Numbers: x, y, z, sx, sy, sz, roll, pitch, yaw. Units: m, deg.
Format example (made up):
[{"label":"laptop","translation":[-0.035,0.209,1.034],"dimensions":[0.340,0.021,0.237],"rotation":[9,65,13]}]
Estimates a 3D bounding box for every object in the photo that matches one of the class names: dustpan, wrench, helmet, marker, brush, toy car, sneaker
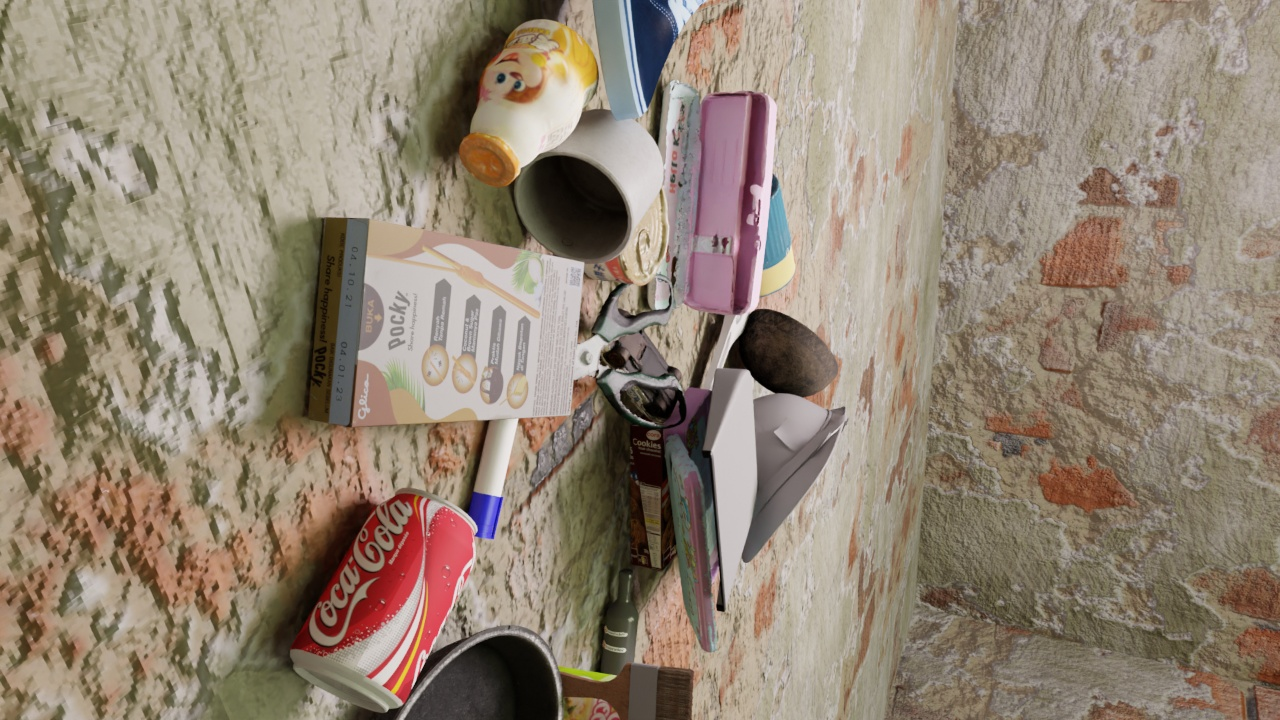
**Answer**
[{"label":"dustpan","translation":[0.085,0.080,0.846],"dimensions":[0.256,0.033,0.163],"rotation":[-59,147,-56]},{"label":"wrench","translation":[0.076,0.021,0.969],"dimensions":[0.087,0.018,0.272],"rotation":[70,38,-68]},{"label":"helmet","translation":[0.125,0.100,0.997],"dimensions":[0.184,0.118,0.270],"rotation":[-56,174,21]},{"label":"marker","translation":[-0.091,0.047,0.609],"dimensions":[0.020,0.020,0.141],"rotation":[29,71,-64]},{"label":"brush","translation":[-0.031,0.235,0.651],"dimensions":[0.008,0.143,0.045],"rotation":[19,72,-67]},{"label":"toy car","translation":[-0.005,0.005,0.773],"dimensions":[0.113,0.041,0.048],"rotation":[55,46,-33]},{"label":"sneaker","translation":[0.024,-0.267,0.609],"dimensions":[0.083,0.098,0.240],"rotation":[69,23,-61]}]

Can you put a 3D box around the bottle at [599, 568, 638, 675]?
[{"label":"bottle","translation":[-0.018,0.242,0.822],"dimensions":[0.030,0.030,0.113],"rotation":[-6,103,-65]}]

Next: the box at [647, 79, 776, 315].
[{"label":"box","translation":[0.056,-0.141,0.815],"dimensions":[0.102,0.087,0.202],"rotation":[-7,104,-52]}]

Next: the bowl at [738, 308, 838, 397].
[{"label":"bowl","translation":[0.158,0.003,1.043],"dimensions":[0.056,0.121,0.121],"rotation":[-50,145,-18]}]

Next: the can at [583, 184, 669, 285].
[{"label":"can","translation":[-0.014,-0.102,0.707],"dimensions":[0.086,0.043,0.086],"rotation":[-31,125,-59]}]

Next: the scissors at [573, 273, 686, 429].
[{"label":"scissors","translation":[-0.021,0.016,0.707],"dimensions":[0.209,0.015,0.147],"rotation":[-29,110,-49]}]

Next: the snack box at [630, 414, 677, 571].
[{"label":"snack box","translation":[0.016,0.120,0.856],"dimensions":[0.050,0.032,0.141],"rotation":[-33,127,-59]}]

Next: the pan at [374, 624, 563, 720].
[{"label":"pan","translation":[-0.151,0.247,0.504],"dimensions":[0.356,0.055,0.187],"rotation":[16,83,-59]}]

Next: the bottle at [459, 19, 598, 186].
[{"label":"bottle","translation":[-0.068,-0.152,0.545],"dimensions":[0.063,0.063,0.108],"rotation":[69,37,-47]}]

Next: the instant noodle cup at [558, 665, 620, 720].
[{"label":"instant noodle cup","translation":[-0.029,0.288,0.716],"dimensions":[0.098,0.108,0.099],"rotation":[8,90,-66]}]

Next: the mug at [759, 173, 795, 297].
[{"label":"mug","translation":[0.097,-0.119,0.915],"dimensions":[0.113,0.083,0.107],"rotation":[-37,136,-20]}]

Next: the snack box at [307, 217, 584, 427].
[{"label":"snack box","translation":[-0.101,-0.017,0.527],"dimensions":[0.185,0.032,0.101],"rotation":[2,94,-60]}]

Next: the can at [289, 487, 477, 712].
[{"label":"can","translation":[-0.133,0.126,0.489],"dimensions":[0.064,0.064,0.104],"rotation":[68,37,-48]}]

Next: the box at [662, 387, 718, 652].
[{"label":"box","translation":[0.051,0.146,0.840],"dimensions":[0.149,0.049,0.214],"rotation":[-82,167,-58]}]

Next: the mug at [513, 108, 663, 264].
[{"label":"mug","translation":[-0.037,-0.108,0.623],"dimensions":[0.070,0.084,0.113],"rotation":[-60,177,-44]}]
